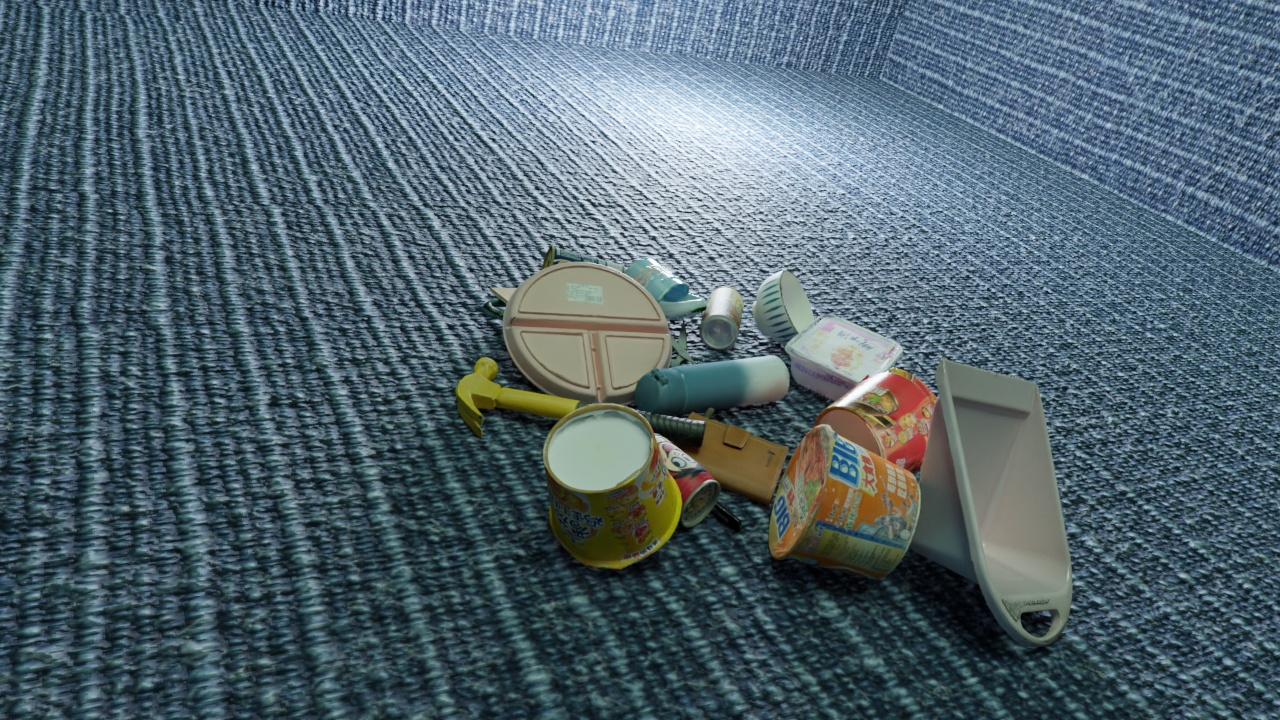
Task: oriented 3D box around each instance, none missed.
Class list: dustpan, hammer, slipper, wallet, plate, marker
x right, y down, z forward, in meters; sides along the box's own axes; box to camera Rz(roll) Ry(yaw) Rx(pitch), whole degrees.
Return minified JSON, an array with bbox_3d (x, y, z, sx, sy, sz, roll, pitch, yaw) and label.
[{"bbox_3d":[0.402,0.148,0.973,0.222,0.273,0.139,7,8,-41],"label":"dustpan"},{"bbox_3d":[-0.073,0.061,1.084,0.301,0.033,0.128,10,32,5],"label":"hammer"},{"bbox_3d":[-0.004,-0.123,1.392,0.246,0.074,0.103,22,18,27],"label":"slipper"},{"bbox_3d":[0.106,0.113,1.104,0.131,0.035,0.118,19,36,10],"label":"wallet"},{"bbox_3d":[-0.065,-0.041,1.202,0.229,0.028,0.229,9,54,-13],"label":"plate"},{"bbox_3d":[0.066,0.153,1.028,0.015,0.018,0.124,-20,44,-42],"label":"marker"}]

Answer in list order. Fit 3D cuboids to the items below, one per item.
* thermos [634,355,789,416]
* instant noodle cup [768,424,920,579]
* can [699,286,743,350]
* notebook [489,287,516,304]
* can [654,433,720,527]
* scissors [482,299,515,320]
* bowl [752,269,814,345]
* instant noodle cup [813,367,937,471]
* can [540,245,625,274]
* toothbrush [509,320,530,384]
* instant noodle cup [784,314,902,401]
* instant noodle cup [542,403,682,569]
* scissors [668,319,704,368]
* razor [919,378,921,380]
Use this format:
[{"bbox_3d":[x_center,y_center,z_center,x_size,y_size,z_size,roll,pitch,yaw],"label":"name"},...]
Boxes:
[{"bbox_3d":[0.093,0.034,1.192,0.220,0.070,0.070,-7,35,-34],"label":"thermos"},{"bbox_3d":[0.216,0.155,0.967,0.111,0.152,0.151,21,29,-5],"label":"instant noodle cup"},{"bbox_3d":[0.123,-0.065,1.387,0.058,0.059,0.116,16,29,3],"label":"can"},{"bbox_3d":[-0.091,-0.070,1.317,0.211,0.012,0.149,-4,32,-46],"label":"notebook"},{"bbox_3d":[0.033,0.131,1.001,0.066,0.067,0.094,-17,42,-43],"label":"can"},{"bbox_3d":[-0.143,-0.050,1.269,0.181,0.019,0.170,23,25,2],"label":"scissors"},{"bbox_3d":[0.214,-0.075,1.413,0.066,0.116,0.116,-20,14,30],"label":"bowl"},{"bbox_3d":[0.288,0.091,1.125,0.108,0.138,0.138,-22,45,-34],"label":"instant noodle cup"},{"bbox_3d":[-0.083,-0.113,1.310,0.111,0.075,0.075,13,29,-16],"label":"can"},{"bbox_3d":[-0.165,-0.021,1.234,0.016,0.018,0.191,3,29,-19],"label":"toothbrush"},{"bbox_3d":[0.292,0.003,1.342,0.138,0.060,0.173,27,30,21],"label":"instant noodle cup"},{"bbox_3d":[-0.032,0.117,0.906,0.138,0.110,0.137,-5,47,5],"label":"instant noodle cup"},{"bbox_3d":[0.059,-0.005,1.291,0.176,0.014,0.159,31,36,22],"label":"scissors"},{"bbox_3d":[0.386,0.060,1.315,0.043,0.028,0.132,41,35,0],"label":"razor"}]
